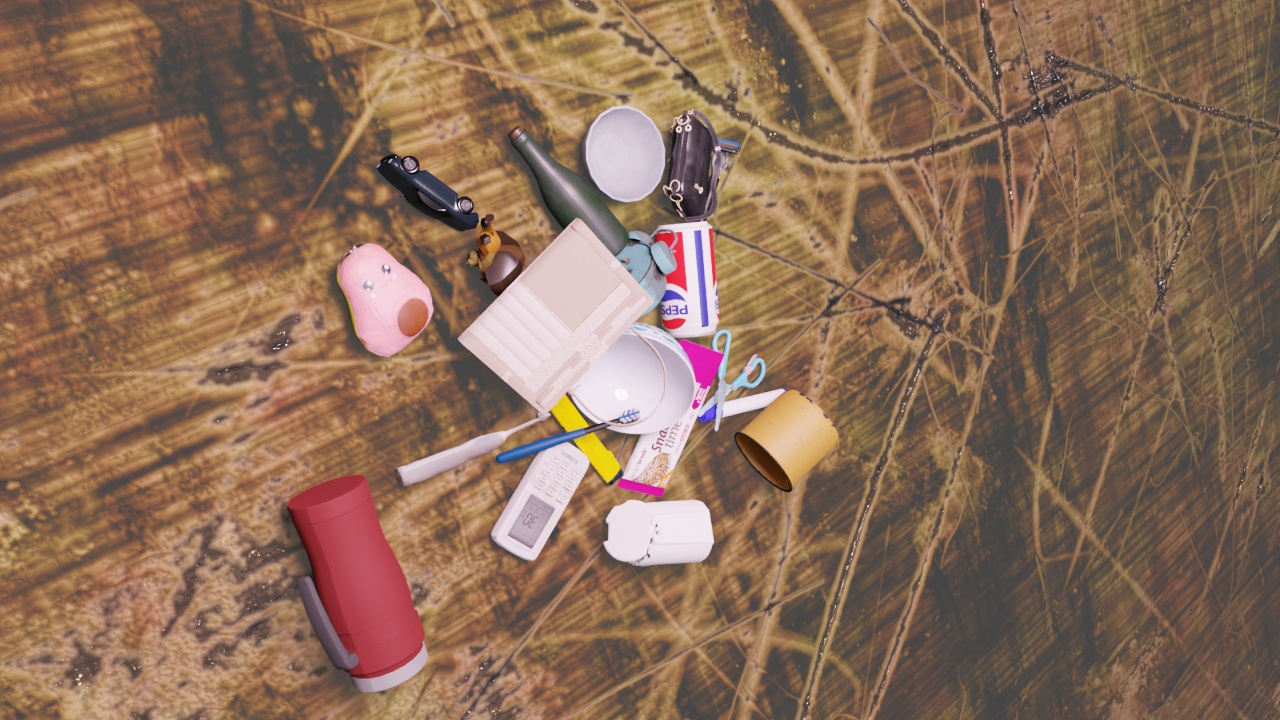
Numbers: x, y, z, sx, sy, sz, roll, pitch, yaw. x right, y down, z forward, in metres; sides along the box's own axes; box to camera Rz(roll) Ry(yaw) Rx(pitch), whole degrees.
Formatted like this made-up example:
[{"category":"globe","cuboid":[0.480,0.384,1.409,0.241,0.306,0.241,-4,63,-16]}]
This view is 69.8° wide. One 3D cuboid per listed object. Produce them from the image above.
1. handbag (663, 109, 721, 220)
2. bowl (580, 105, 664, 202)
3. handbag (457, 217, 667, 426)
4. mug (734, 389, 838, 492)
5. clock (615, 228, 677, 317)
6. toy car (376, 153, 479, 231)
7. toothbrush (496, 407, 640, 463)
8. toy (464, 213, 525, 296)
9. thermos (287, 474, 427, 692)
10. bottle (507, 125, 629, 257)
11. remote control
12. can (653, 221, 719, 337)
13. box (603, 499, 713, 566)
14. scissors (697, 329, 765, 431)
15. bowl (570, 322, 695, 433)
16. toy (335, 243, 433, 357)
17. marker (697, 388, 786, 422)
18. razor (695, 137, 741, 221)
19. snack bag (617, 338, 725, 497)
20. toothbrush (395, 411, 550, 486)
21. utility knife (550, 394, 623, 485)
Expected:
[{"category":"handbag","cuboid":[0.058,-0.230,1.075,0.079,0.054,0.128,24,72,-69]},{"category":"bowl","cuboid":[-0.026,-0.233,1.047,0.106,0.039,0.106,-4,97,-33]},{"category":"handbag","cuboid":[-0.056,-0.015,0.958,0.198,0.062,0.175,44,86,5]},{"category":"mug","cuboid":[0.190,0.105,1.191,0.094,0.124,0.100,-41,71,-14]},{"category":"clock","cuboid":[-0.004,-0.101,1.045,0.124,0.090,0.053,-46,130,-5]},{"category":"toy car","cuboid":[-0.214,-0.167,0.926,0.112,0.046,0.034,35,70,-33]},{"category":"toothbrush","cuboid":[-0.080,0.084,1.024,0.167,0.014,0.014,-17,72,-8]},{"category":"toy","cuboid":[-0.153,-0.113,0.949,0.062,0.100,0.076,-4,57,1]},{"category":"thermos","cuboid":[-0.280,0.222,0.891,0.107,0.084,0.199,-41,119,-63]},{"category":"bottle","cuboid":[-0.083,-0.184,1.006,0.055,0.055,0.174,-50,117,-19]},{"category":"remote control","cuboid":[-0.113,0.155,1.038,0.060,0.025,0.138,38,74,-30]},{"category":"can","cuboid":[0.055,-0.097,1.097,0.070,0.070,0.132,-11,101,-32]},{"category":"box","cuboid":[0.020,0.204,1.096,0.143,0.090,0.080,3,74,-32]},{"category":"scissors","cuboid":[0.105,0.018,1.164,0.140,0.015,0.111,-42,108,-37]},{"category":"bowl","cuboid":[-0.006,0.006,1.051,0.144,0.144,0.074,50,29,-27]},{"category":"toy","cuboid":[-0.257,-0.063,0.904,0.089,0.051,0.110,-46,116,-23]},{"category":"marker","cuboid":[0.135,0.057,1.197,0.141,0.020,0.020,-11,101,-32]},{"category":"razor","cuboid":[0.084,-0.204,1.137,0.043,0.022,0.144,18,89,9]},{"category":"snack bag","cuboid":[0.038,0.073,1.112,0.070,0.016,0.196,19,99,-32]},{"category":"toothbrush","cuboid":[-0.175,0.092,0.993,0.185,0.024,0.022,-23,146,-30]},{"category":"utility knife","cuboid":[-0.084,0.060,1.052,0.030,0.019,0.224,-51,123,-32]}]
